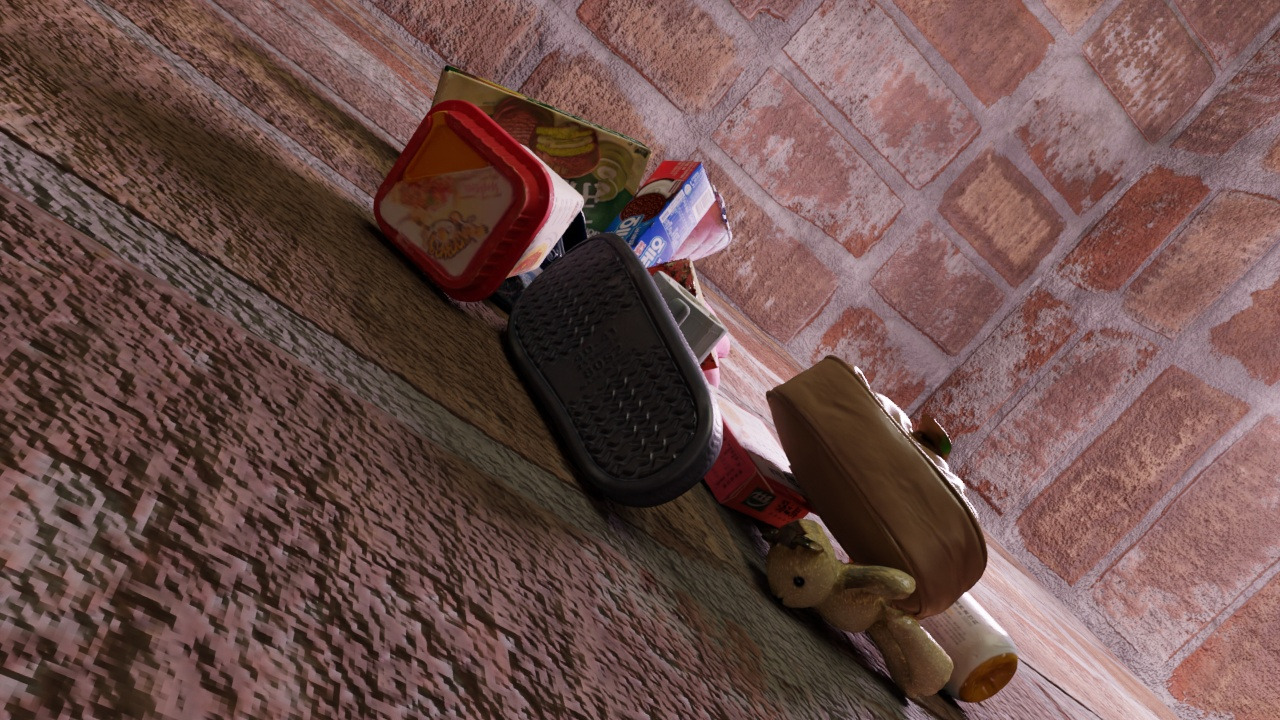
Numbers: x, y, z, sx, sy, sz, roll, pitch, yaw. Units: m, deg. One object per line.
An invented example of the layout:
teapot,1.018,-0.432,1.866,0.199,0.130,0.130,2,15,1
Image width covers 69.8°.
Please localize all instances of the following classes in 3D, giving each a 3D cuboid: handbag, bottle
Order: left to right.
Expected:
handbag,0.018,-0.145,1.135,0.134,0.194,0.075,19,48,-79
handbag,0.182,0.094,0.696,0.204,0.099,0.148,58,-6,37
bottle,0.234,0.200,0.781,0.068,0.068,0.189,33,12,-39

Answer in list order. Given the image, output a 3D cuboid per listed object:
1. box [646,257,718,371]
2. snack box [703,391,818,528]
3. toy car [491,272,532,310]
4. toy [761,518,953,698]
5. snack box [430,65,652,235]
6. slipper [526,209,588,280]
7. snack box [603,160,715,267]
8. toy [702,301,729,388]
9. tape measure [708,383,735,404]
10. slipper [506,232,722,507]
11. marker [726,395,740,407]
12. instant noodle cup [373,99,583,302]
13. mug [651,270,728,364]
box,0.043,-0.042,0.925,0.168,0.079,0.091,51,27,-76
snack box,0.091,0.091,0.771,0.113,0.044,0.127,31,21,-47
toy car,-0.113,-0.067,0.750,0.105,0.031,0.049,38,9,-9
toy,0.146,0.170,0.622,0.157,0.066,0.105,44,-21,-9
snack box,-0.117,-0.224,1.007,0.240,0.115,0.063,17,18,-21
slipper,-0.091,-0.113,0.874,0.253,0.095,0.105,48,9,18
snack box,0.004,-0.134,0.995,0.058,0.207,0.057,12,-36,37
toy,0.053,-0.031,1.096,0.194,0.075,0.178,5,55,-56
tape measure,0.081,0.057,0.948,0.065,0.034,0.066,39,11,-19
slipper,-0.014,0.012,0.613,0.083,0.111,0.268,54,4,-39
marker,0.107,0.053,1.135,0.124,0.015,0.018,43,8,31
instant noodle cup,-0.112,-0.115,0.680,0.116,0.116,0.124,42,18,10
mug,0.009,-0.010,0.751,0.083,0.103,0.124,41,9,3
